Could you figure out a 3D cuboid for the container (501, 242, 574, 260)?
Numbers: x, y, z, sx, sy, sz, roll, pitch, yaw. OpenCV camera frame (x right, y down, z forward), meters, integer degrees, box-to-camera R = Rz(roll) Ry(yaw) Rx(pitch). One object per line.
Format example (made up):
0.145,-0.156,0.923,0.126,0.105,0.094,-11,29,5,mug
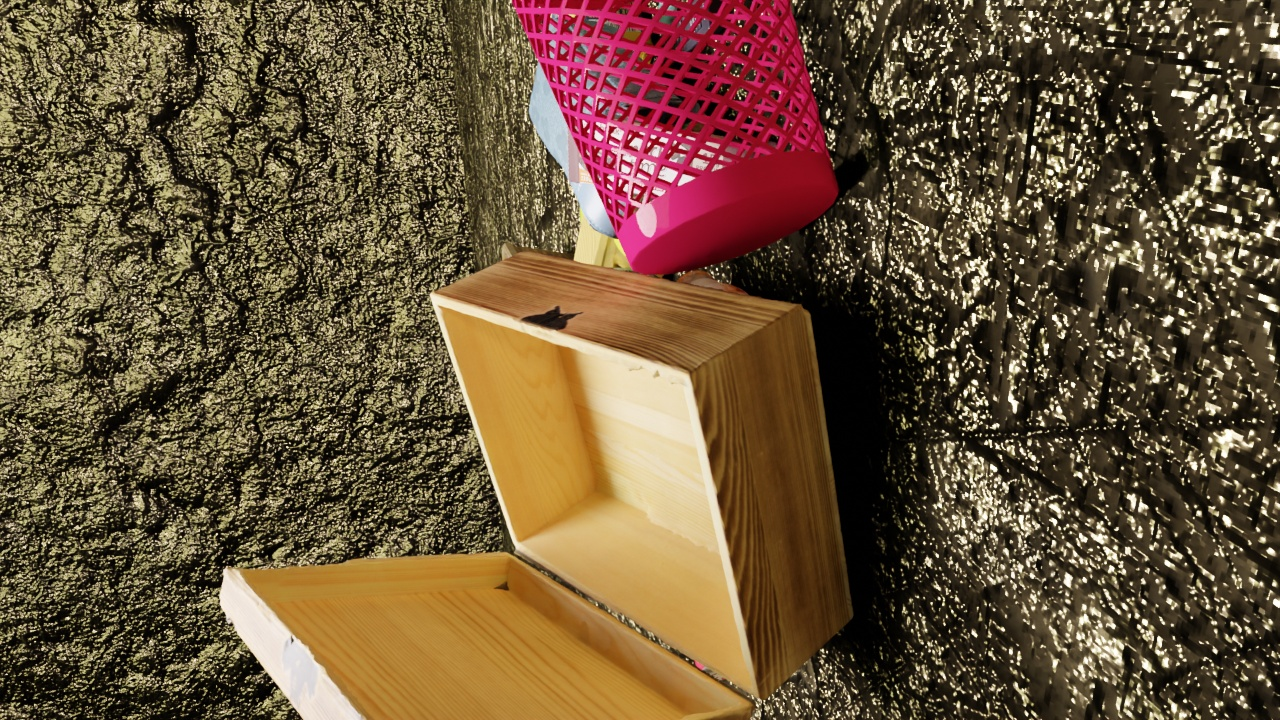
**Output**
-0.166,-0.024,1.261,0.157,0.186,0.250,-123,28,-58,container

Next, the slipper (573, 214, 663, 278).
-0.015,-0.111,0.877,0.099,0.078,0.263,-137,58,-67,slipper

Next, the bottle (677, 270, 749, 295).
0.056,-0.028,0.673,0.108,0.063,0.063,-117,23,-54,bottle

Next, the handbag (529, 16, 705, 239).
-0.014,-0.189,0.743,0.191,0.118,0.122,60,142,40,handbag

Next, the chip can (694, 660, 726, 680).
0.048,0.153,0.782,0.069,0.069,0.220,100,157,-50,chip can

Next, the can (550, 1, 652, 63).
-0.043,-0.302,0.871,0.135,0.075,0.104,121,141,-68,can

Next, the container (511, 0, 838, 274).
0.019,-0.178,0.545,0.183,0.183,0.225,135,118,-72,container

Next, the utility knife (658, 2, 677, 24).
0.033,-0.317,0.685,0.180,0.015,0.022,110,147,-65,utility knife

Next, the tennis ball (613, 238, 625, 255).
0.008,-0.115,0.794,0.065,0.065,0.065,171,91,-75,tennis ball

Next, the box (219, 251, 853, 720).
-0.076,0.130,0.577,0.280,0.314,0.282,16,129,47,box

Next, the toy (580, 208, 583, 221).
-0.034,-0.133,0.960,0.092,0.046,0.115,-52,-46,-73,toy

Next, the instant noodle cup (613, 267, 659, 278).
-0.005,0.005,0.785,0.112,0.137,0.137,-130,34,-52,instant noodle cup

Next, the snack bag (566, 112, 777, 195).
0.017,-0.138,0.642,0.013,0.158,0.057,-45,-35,-51,snack bag

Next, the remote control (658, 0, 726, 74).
0.037,-0.252,0.707,0.136,0.015,0.032,-163,66,-77,remote control
